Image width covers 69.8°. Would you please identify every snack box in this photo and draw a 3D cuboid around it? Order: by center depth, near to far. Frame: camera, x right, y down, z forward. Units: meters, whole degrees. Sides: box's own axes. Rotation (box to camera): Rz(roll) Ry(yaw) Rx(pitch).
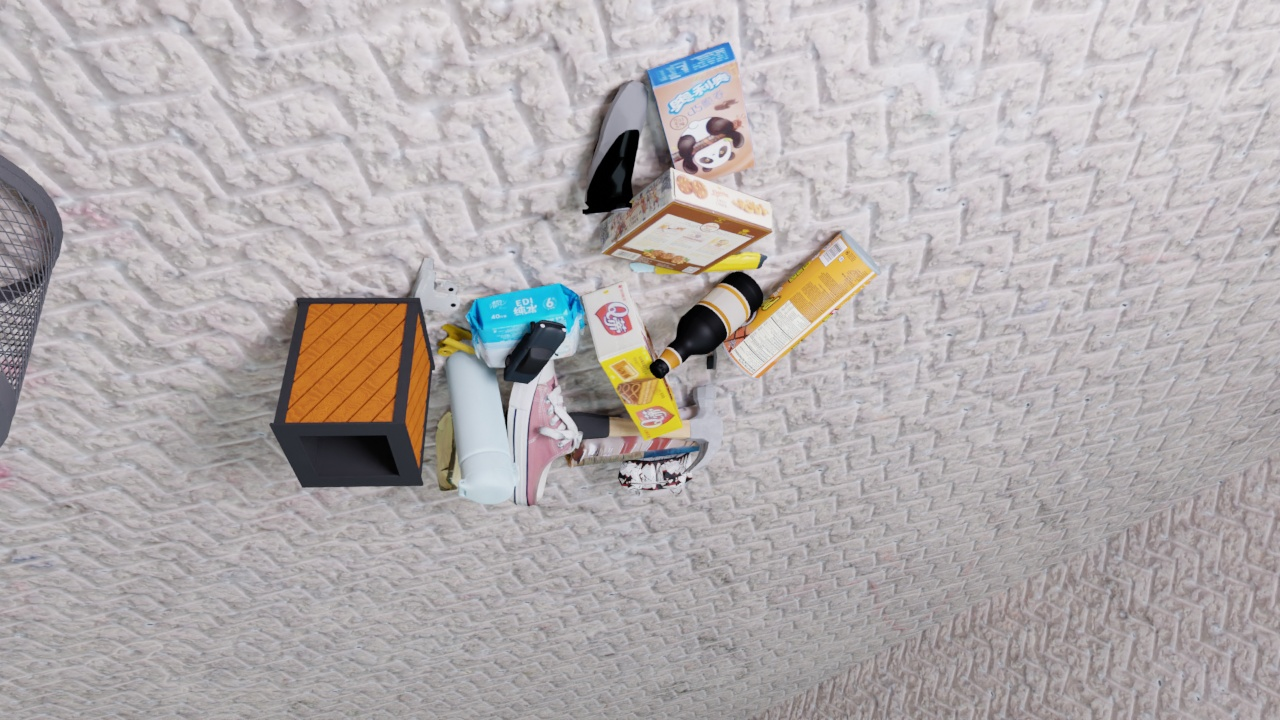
[{"bbox_3d":[0.066,-0.251,0.957,0.087,0.034,0.151,-18,146,4],"label":"snack box"},{"bbox_3d":[0.051,-0.152,1.047,0.143,0.041,0.147,10,157,-33],"label":"snack box"},{"bbox_3d":[-0.007,0.007,1.229,0.062,0.110,0.230,-19,146,5],"label":"snack box"}]

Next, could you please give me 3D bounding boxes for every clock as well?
[{"bbox_3d":[0.023,0.182,1.463,0.115,0.065,0.154,-3,-171,9],"label":"clock"}]

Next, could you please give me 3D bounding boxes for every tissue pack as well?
[{"bbox_3d":[-0.140,-0.044,1.146,0.144,0.061,0.093,-10,146,-5],"label":"tissue pack"}]

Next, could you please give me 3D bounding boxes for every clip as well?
[{"bbox_3d":[-0.242,-0.072,1.084,0.058,0.050,0.102,16,137,-20],"label":"clip"},{"bbox_3d":[-0.238,-0.019,1.171,0.054,0.045,0.049,25,104,-46],"label":"clip"}]

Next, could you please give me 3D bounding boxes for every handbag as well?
[{"bbox_3d":[-0.232,0.134,1.320,0.119,0.111,0.081,9,156,-31],"label":"handbag"}]

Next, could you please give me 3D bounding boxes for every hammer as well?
[{"bbox_3d":[-0.034,0.098,1.348,0.327,0.131,0.039,4,167,-19],"label":"hammer"}]

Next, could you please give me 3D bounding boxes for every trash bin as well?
[{"bbox_3d":[-0.639,-0.045,0.791,0.217,0.227,0.218,-11,146,-8],"label":"trash bin"},{"bbox_3d":[-0.325,0.038,1.067,0.139,0.171,0.140,0,145,-4],"label":"trash bin"}]

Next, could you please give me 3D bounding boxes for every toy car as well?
[{"bbox_3d":[-0.129,-0.008,1.113,0.046,0.034,0.112,10,139,-31],"label":"toy car"}]

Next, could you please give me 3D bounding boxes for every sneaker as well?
[{"bbox_3d":[-0.126,0.090,1.234,0.088,0.118,0.241,8,110,7],"label":"sneaker"}]

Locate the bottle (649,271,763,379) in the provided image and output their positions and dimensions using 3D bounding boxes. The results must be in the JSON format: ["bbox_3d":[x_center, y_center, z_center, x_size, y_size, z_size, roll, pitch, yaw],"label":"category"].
[{"bbox_3d":[0.079,-0.040,1.164,0.181,0.059,0.059,-42,155,-25],"label":"bottle"}]

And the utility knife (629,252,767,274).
[{"bbox_3d":[0.074,-0.122,1.161,0.179,0.017,0.031,-6,140,-14],"label":"utility knife"}]

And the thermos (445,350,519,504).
[{"bbox_3d":[-0.205,0.084,1.172,0.077,0.206,0.065,-4,144,-18],"label":"thermos"}]

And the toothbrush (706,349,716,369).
[{"bbox_3d":[0.105,-0.035,1.302,0.013,0.012,0.168,-5,145,-3],"label":"toothbrush"}]

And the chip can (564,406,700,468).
[{"bbox_3d":[-0.003,0.117,1.423,0.229,0.079,0.080,-6,145,-16],"label":"chip can"}]

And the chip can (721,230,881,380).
[{"bbox_3d":[0.209,-0.070,1.207,0.215,0.075,0.075,-43,139,20],"label":"chip can"}]

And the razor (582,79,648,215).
[{"bbox_3d":[-0.023,-0.218,0.955,0.057,0.060,0.156,-11,128,-29],"label":"razor"}]
